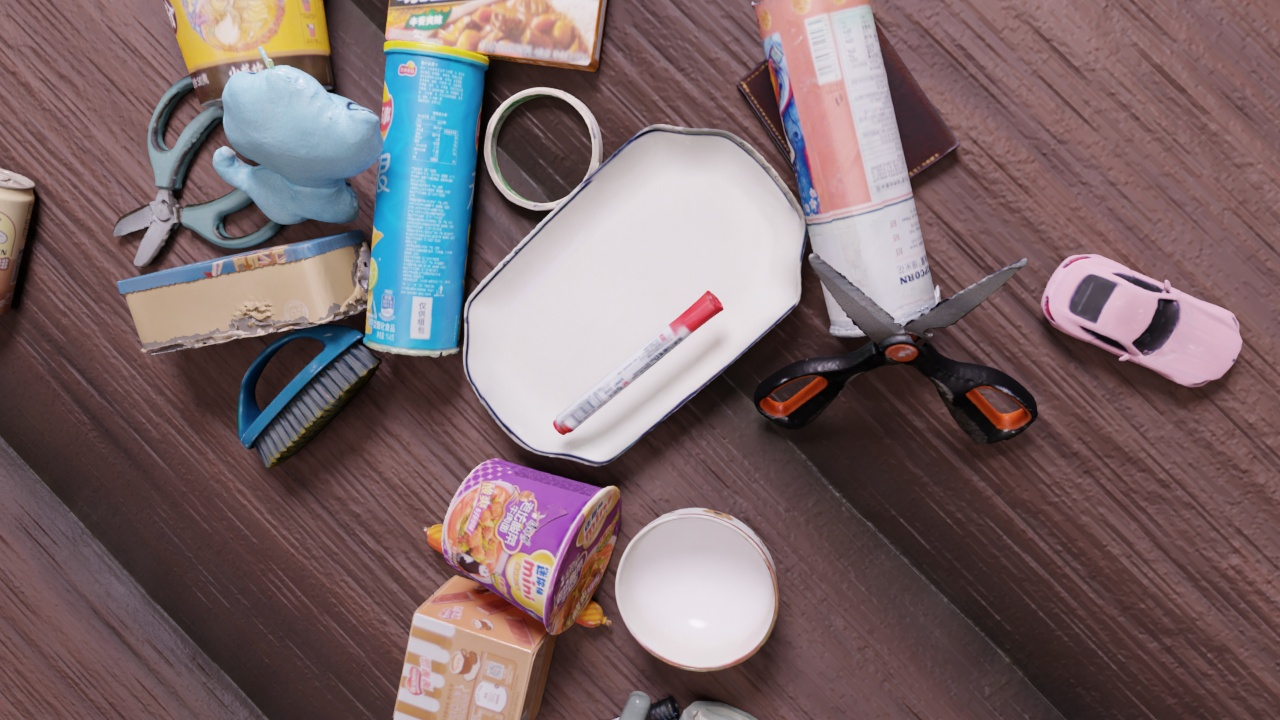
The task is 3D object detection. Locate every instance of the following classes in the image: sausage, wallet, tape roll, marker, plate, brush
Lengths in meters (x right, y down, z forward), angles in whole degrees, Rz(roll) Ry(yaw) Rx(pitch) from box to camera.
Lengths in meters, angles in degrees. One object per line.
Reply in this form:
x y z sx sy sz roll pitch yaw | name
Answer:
-0.097 0.166 0.708 0.165 0.021 0.021 26 103 8 | sausage
0.135 -0.163 0.606 0.096 0.020 0.122 -34 91 20 | wallet
-0.069 -0.150 0.656 0.086 0.013 0.086 2 99 12 | tape roll
-0.004 0.004 0.627 0.145 0.017 0.017 -39 89 16 | marker
-0.028 0.294 0.715 0.131 0.018 0.022 -29 84 15 | marker
-0.007 -0.043 0.648 0.266 0.034 0.162 -42 88 15 | plate
-0.261 0.020 0.696 0.144 0.055 0.073 -40 96 26 | brush

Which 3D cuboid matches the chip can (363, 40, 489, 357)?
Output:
-0.153 -0.112 0.652 0.071 0.071 0.210 10 102 11 | chip can

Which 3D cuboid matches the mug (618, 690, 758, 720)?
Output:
0.031 0.308 0.670 0.124 0.083 0.103 22 101 6 | mug

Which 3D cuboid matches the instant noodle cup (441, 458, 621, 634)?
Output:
-0.081 0.126 0.658 0.099 0.111 0.112 19 102 16 | instant noodle cup

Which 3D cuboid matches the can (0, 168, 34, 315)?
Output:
-0.535 -0.096 0.745 0.058 0.058 0.116 23 103 8 | can

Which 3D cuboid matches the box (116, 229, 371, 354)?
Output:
-0.293 -0.050 0.683 0.184 0.089 0.062 -7 103 12 | box

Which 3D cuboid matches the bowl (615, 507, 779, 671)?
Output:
0.043 0.156 0.654 0.113 0.062 0.113 2 98 12 | bowl

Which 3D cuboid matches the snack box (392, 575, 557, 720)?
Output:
-0.121 0.230 0.695 0.094 0.077 0.093 15 102 9 | snack box

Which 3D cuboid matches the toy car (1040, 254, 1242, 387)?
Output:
0.316 -0.025 0.579 0.122 0.037 0.056 25 105 7 | toy car

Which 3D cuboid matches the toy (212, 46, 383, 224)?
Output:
-0.234 -0.144 0.621 0.161 0.156 0.049 6 62 17 | toy

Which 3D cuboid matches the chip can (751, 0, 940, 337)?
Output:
0.129 -0.126 0.570 0.071 0.071 0.215 -13 101 14 | chip can

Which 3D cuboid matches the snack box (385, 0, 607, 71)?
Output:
-0.099 -0.250 0.640 0.154 0.026 0.075 10 100 11 | snack box

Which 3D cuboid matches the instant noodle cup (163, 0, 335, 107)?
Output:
-0.272 -0.242 0.639 0.118 0.118 0.114 -6 106 13 | instant noodle cup

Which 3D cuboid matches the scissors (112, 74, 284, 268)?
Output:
-0.338 -0.126 0.718 0.172 0.019 0.177 35 103 4 | scissors

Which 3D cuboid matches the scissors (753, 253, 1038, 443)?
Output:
0.161 0.004 0.563 0.220 0.021 0.234 23 147 -22 | scissors
